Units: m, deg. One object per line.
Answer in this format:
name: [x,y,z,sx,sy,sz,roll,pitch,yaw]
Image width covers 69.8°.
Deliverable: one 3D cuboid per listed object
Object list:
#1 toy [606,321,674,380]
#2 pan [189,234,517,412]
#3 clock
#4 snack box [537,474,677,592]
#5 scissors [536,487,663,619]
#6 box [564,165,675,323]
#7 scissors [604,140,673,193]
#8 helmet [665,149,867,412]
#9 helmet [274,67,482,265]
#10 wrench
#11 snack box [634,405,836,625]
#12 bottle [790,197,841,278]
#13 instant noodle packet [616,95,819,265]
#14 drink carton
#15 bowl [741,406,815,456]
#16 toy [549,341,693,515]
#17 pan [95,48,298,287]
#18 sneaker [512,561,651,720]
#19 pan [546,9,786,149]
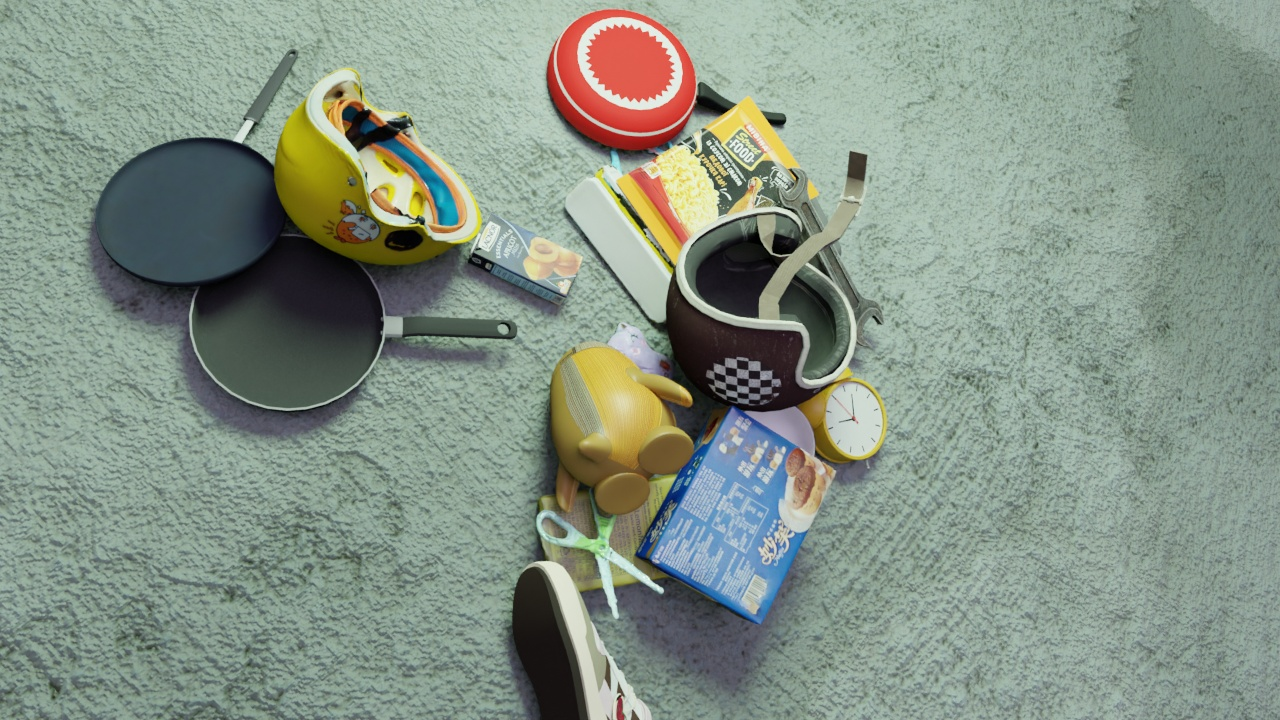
toy: [-0.007,0.007,1.161,0.099,0.036,0.080,39,74,-7]
pan: [-0.322,-0.038,1.058,0.355,0.044,0.204,2,75,-19]
clock: [0.267,0.069,1.224,0.152,0.052,0.113,46,64,-14]
snack box: [-0.032,0.208,1.095,0.180,0.045,0.121,-6,81,-18]
scissors: [-0.038,0.205,1.020,0.170,0.028,0.138,35,54,23]
box: [-0.001,-0.157,1.203,0.209,0.080,0.080,52,36,-2]
scissors: [-0.022,-0.282,1.248,0.135,0.015,0.135,12,71,-10]
helmet: [0.147,-0.068,1.082,0.234,0.254,0.232,-1,50,7]
helmet: [-0.311,-0.190,1.042,0.240,0.140,0.208,38,27,-46]
wrench: [0.253,-0.133,1.218,0.070,0.010,0.273,-40,113,-18]
snack box: [0.112,0.179,1.077,0.155,0.069,0.202,32,76,-8]
bottle: [0.227,-0.160,1.262,0.046,0.084,0.174,-26,86,-24]
instant noodle packet: [0.102,-0.224,1.187,0.220,0.032,0.160,-35,89,-13]
drink carton: [-0.144,-0.127,1.146,0.130,0.040,0.064,25,68,-11]
bowl: [0.160,0.108,1.177,0.113,0.063,0.113,5,74,-19]
toy: [-0.036,0.062,1.068,0.199,0.203,0.162,-44,129,14]
pan: [-0.474,-0.232,1.055,0.199,0.021,0.355,16,63,1]
sneaker: [-0.049,0.356,1.015,0.116,0.112,0.293,-12,84,-41]
pan: [0.048,-0.379,1.272,0.356,0.067,0.208,6,69,-15]
